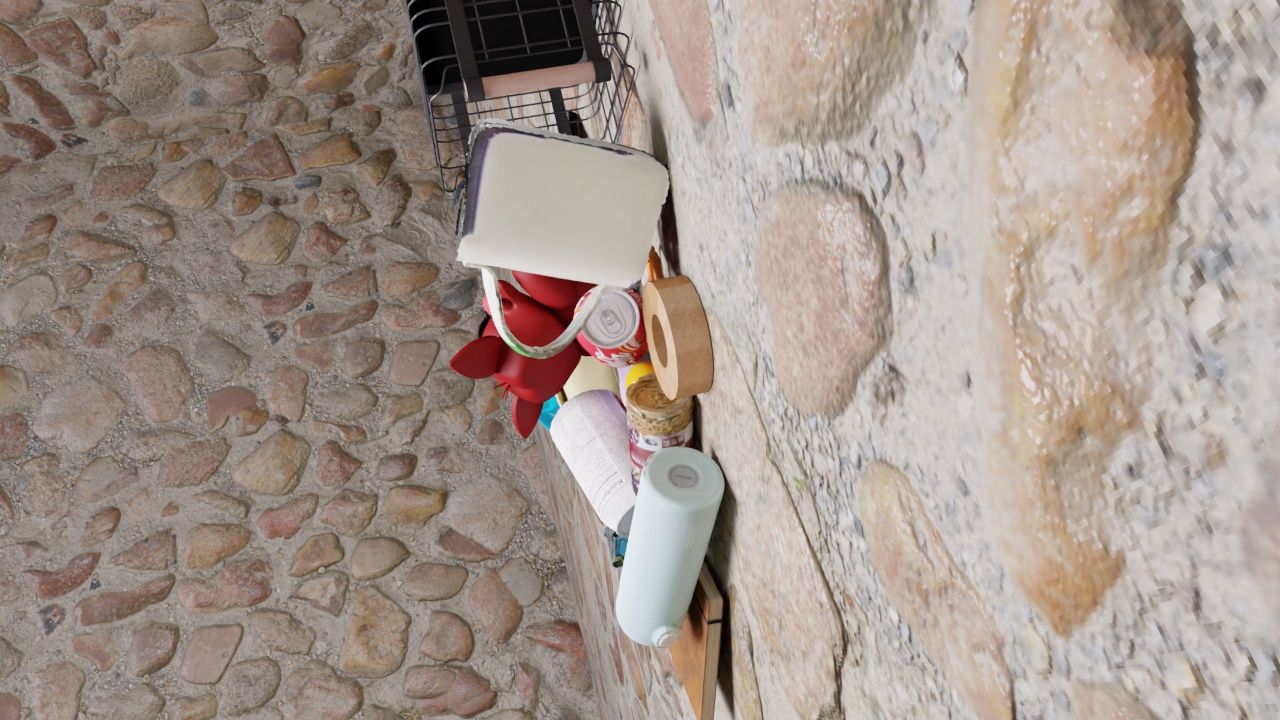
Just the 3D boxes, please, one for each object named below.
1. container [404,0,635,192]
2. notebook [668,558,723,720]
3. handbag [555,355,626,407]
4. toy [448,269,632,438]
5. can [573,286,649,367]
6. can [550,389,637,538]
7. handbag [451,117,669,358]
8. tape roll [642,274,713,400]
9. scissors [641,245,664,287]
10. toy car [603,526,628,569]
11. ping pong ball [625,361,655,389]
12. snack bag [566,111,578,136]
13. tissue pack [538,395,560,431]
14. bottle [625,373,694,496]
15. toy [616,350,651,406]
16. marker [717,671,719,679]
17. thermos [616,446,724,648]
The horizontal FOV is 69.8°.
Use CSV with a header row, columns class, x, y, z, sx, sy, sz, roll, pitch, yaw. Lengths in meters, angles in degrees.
class,x,y,z,sx,sy,sz,roll,pitch,yaw
container,-0.105,-0.238,0.788,0.242,0.162,0.130,128,129,-76
notebook,0.031,0.208,0.917,0.249,0.014,0.179,-119,25,-57
handbag,-0.043,0.055,1.015,0.111,0.081,0.119,71,-179,-70
toy,-0.095,-0.041,0.886,0.121,0.197,0.158,24,162,30
can,-0.022,-0.029,0.801,0.105,0.064,0.064,57,-160,-83
can,-0.026,0.097,0.882,0.136,0.078,0.078,54,157,35
handbag,-0.071,-0.088,0.711,0.074,0.151,0.176,-128,48,-67
tape roll,0.028,-0.018,0.711,0.094,0.027,0.094,167,91,-79
scissors,0.016,-0.037,0.794,0.073,0.012,0.131,-124,22,-70
toy car,-0.022,0.189,1.022,0.048,0.032,0.105,-110,17,-44
ping pong ball,0.006,0.020,0.828,0.040,0.040,0.040,167,91,-79
snack bag,-0.079,-0.193,0.978,0.075,0.018,0.155,117,155,-44
tissue pack,-0.095,0.045,1.157,0.209,0.066,0.117,52,-165,-52
bottle,0.018,0.068,0.780,0.056,0.056,0.105,-116,18,-52
toy,-0.005,0.005,0.889,0.080,0.036,0.099,83,178,-89
marker,0.049,0.273,0.944,0.146,0.017,0.017,-120,21,-58
thermos,0.021,0.164,0.772,0.207,0.065,0.078,100,149,-42
